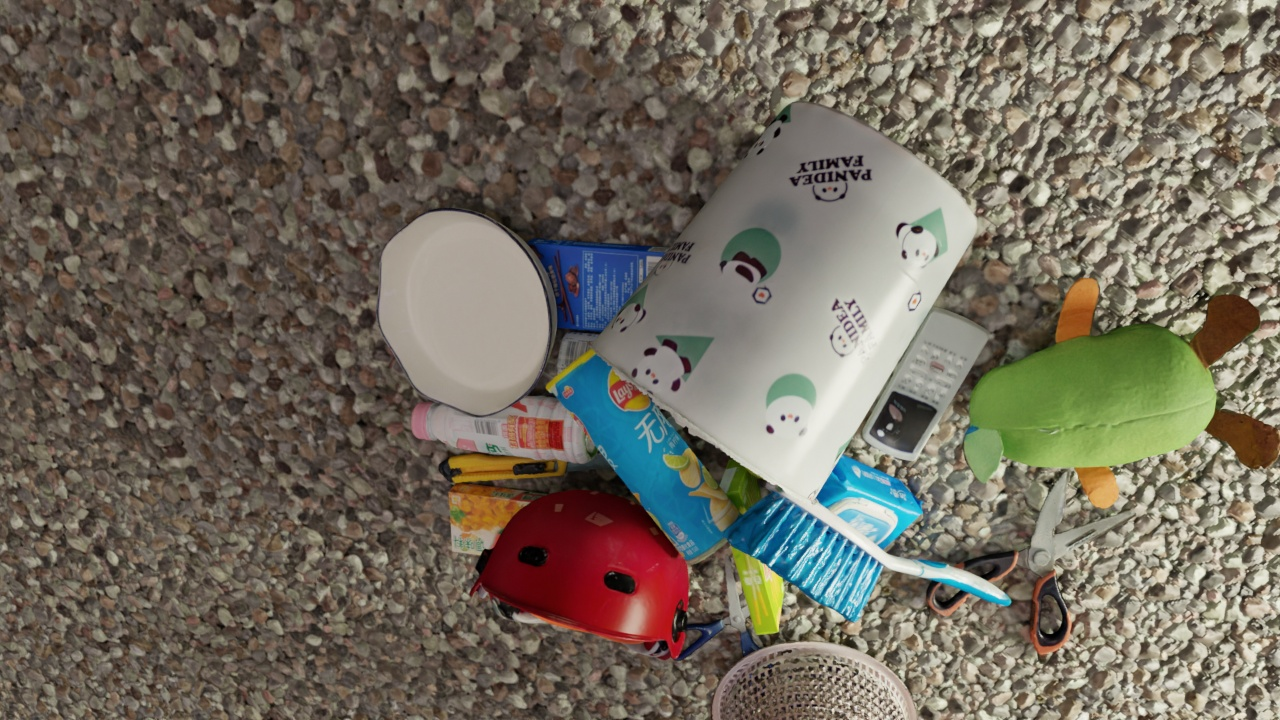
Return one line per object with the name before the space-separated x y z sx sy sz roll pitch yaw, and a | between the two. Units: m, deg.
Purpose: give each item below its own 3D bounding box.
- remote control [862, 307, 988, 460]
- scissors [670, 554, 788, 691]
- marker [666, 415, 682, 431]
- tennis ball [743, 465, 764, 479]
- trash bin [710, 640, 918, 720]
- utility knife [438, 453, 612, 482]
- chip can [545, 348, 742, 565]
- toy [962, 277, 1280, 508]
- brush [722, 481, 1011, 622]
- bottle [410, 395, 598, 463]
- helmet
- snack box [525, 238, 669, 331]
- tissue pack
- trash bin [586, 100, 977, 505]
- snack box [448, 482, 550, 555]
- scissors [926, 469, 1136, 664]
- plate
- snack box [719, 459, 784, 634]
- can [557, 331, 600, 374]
remote control | 0.266 0.025 0.864 0.058 0.021 0.150 24 113 4
scissors | 0.101 0.295 1.009 0.163 0.012 0.176 -20 102 18
marker | 0.049 0.052 0.925 0.131 0.022 0.018 -37 62 23
tennis ball | 0.127 0.084 0.894 0.065 0.065 0.065 4 111 11
trash bin | 0.178 0.436 0.938 0.227 0.191 0.228 4 114 8
utility knife | -0.118 0.112 0.990 0.219 0.015 0.033 -6 111 15
chip can | 0.005 0.084 0.842 0.071 0.071 0.210 -39 89 23
toy | 0.405 0.033 0.798 0.247 0.089 0.227 -10 107 20
brush | 0.220 0.195 0.843 0.314 0.060 0.109 36 81 -22
bottle | -0.141 0.068 0.954 0.197 0.068 0.068 2 110 17
helmet | -0.046 0.194 0.881 0.207 0.240 0.143 14 72 7
snack box | -0.034 -0.071 0.895 0.157 0.026 0.085 6 111 11
tissue pack | 0.194 0.144 0.883 0.157 0.052 0.095 24 118 -28
trash bin | 0.120 -0.050 0.741 0.229 0.229 0.252 35 93 -1
snack box | -0.133 0.182 1.013 0.156 0.027 0.077 5 111 11
scissors | 0.382 0.207 0.909 0.189 0.015 0.226 -1 109 14
plate | -0.168 -0.049 0.905 0.205 0.045 0.205 7 108 23
snack box | 0.113 0.184 0.921 0.026 0.085 0.156 -12 104 18
can | -0.005 0.005 0.900 0.147 0.058 0.058 5 111 11
